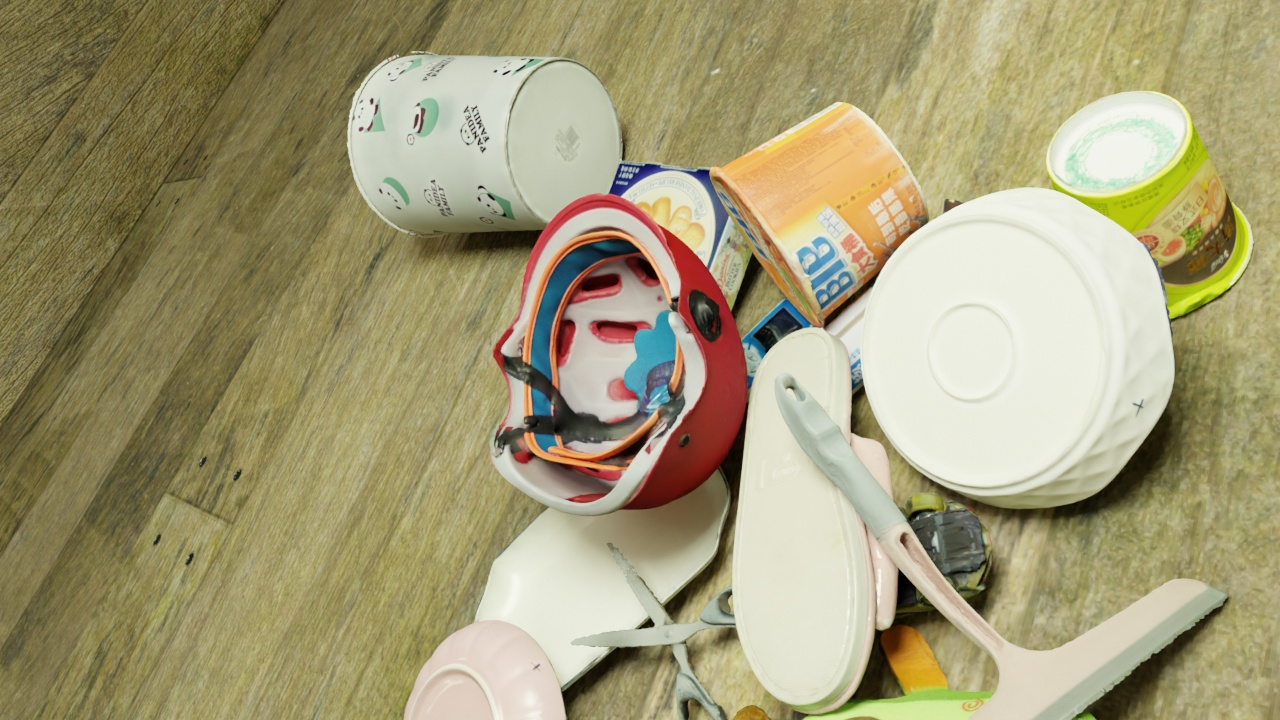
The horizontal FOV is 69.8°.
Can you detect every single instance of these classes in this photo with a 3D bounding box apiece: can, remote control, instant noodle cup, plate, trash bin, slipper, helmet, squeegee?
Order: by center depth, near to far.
[{"bbox_3d":[0.154,0.102,0.531,0.247,0.040,0.249,-24,57,-22],"label":"squeegee"},{"bbox_3d":[0.220,-0.007,0.580,0.205,0.045,0.205,4,95,55],"label":"plate"},{"bbox_3d":[0.318,-0.102,0.589,0.112,0.123,0.111,-23,48,28],"label":"instant noodle cup"},{"bbox_3d":[0.118,0.098,0.617,0.114,0.054,0.273,-33,40,39],"label":"slipper"},{"bbox_3d":[0.140,-0.117,0.706,0.111,0.151,0.151,-36,42,3],"label":"instant noodle cup"},{"bbox_3d":[0.169,-0.014,0.710,0.135,0.053,0.053,-43,41,8],"label":"can"},{"bbox_3d":[-0.004,0.004,0.715,0.207,0.143,0.239,-11,71,41],"label":"helmet"},{"bbox_3d":[-0.136,0.303,0.725,0.193,0.039,0.192,-18,64,39],"label":"plate"},{"bbox_3d":[-0.030,0.170,0.767,0.266,0.034,0.162,-44,42,7],"label":"plate"},{"bbox_3d":[0.099,0.001,0.784,0.125,0.024,0.049,-44,41,9],"label":"remote control"},{"bbox_3d":[-0.174,-0.251,1.077,0.252,0.229,0.229,11,69,39],"label":"trash bin"}]

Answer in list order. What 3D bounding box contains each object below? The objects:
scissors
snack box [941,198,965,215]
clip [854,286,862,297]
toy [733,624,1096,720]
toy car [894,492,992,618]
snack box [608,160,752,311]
[{"bbox_3d":[0.023,0.206,0.671,0.179,0.014,0.159,-16,68,27],"label":"scissors"},{"bbox_3d":[0.244,-0.034,0.622,0.113,0.053,0.126,33,112,49],"label":"snack box"},{"bbox_3d":[0.181,-0.087,0.771,0.070,0.034,0.100,-42,46,9],"label":"clip"},{"bbox_3d":[0.148,0.243,0.508,0.247,0.090,0.226,-26,33,26],"label":"toy"},{"bbox_3d":[0.158,0.141,0.612,0.159,0.042,0.070,-29,41,38],"label":"toy car"},{"bbox_3d":[0.021,-0.095,0.877,0.178,0.045,0.182,19,89,47],"label":"snack box"}]
